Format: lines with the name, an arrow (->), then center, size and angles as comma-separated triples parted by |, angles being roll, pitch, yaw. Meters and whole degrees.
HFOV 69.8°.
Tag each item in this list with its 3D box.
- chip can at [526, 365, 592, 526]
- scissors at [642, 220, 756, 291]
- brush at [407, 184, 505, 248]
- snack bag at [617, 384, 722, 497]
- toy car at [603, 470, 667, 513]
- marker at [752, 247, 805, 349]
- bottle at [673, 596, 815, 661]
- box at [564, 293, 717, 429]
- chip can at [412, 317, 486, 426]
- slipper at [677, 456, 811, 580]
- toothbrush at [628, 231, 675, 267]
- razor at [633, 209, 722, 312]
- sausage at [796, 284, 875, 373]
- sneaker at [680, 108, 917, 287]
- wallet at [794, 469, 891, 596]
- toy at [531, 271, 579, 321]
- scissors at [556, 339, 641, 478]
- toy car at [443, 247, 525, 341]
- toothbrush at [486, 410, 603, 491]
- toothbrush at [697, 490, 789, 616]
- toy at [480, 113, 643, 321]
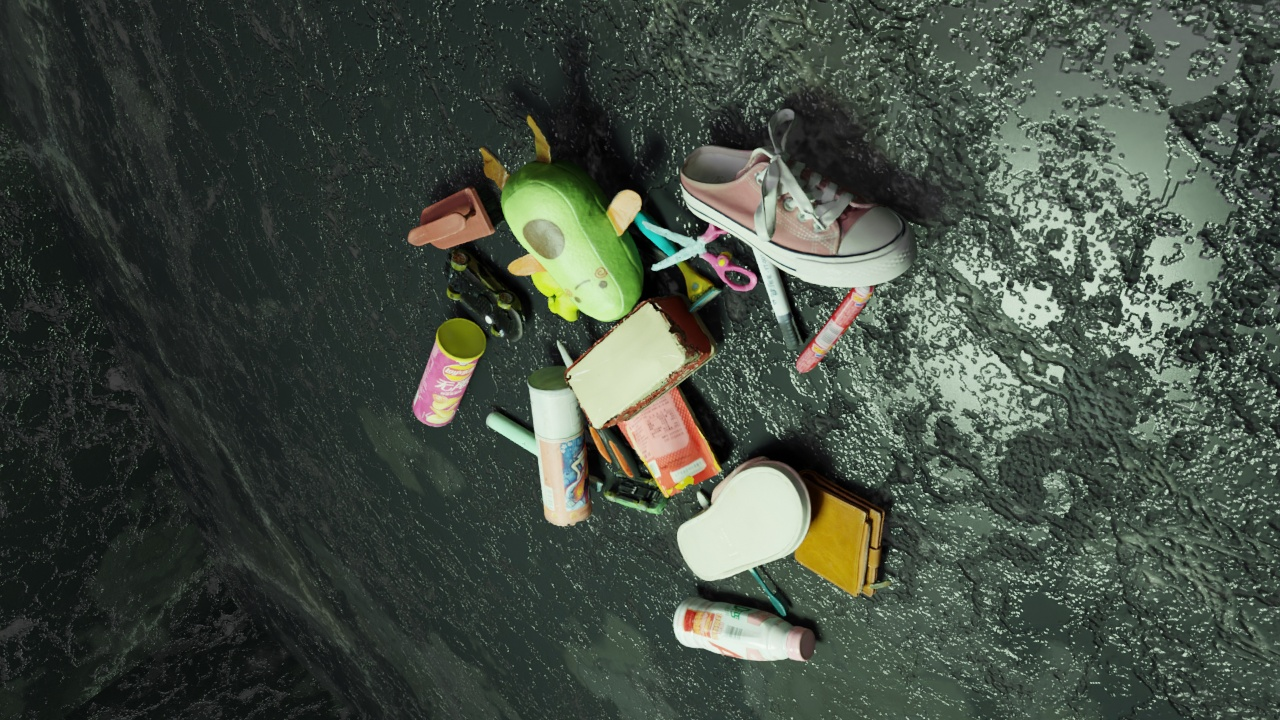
chip can -> -0.107, 0.118, 1.243 | 0.071, 0.071, 0.215 | 18, 124, 36
scissors -> 0.063, -0.120, 0.927 | 0.133, 0.017, 0.126 | 26, 132, 10
brush -> -0.244, -0.177, 1.175 | 0.146, 0.069, 0.063 | -7, 112, 48
snack bag -> 0.012, 0.061, 1.108 | 0.129, 0.073, 0.208 | -35, 84, 46
toy car -> -0.005, 0.178, 1.227 | 0.091, 0.043, 0.036 | 13, 151, 30
marker -> 0.136, -0.071, 0.909 | 0.023, 0.018, 0.131 | -12, 112, 23
bottle -> 0.137, 0.357, 1.208 | 0.197, 0.068, 0.068 | -3, 116, 42
box -> -0.006, 0.006, 1.021 | 0.169, 0.079, 0.091 | -39, 77, 36
chip can -> -0.290, 0.022, 1.379 | 0.071, 0.071, 0.211 | 46, 143, 9
slipper -> 0.126, 0.190, 1.085 | 0.114, 0.054, 0.275 | 58, 145, 14
toothbrush -> -0.033, -0.152, 1.022 | 0.181, 0.018, 0.016 | 35, 139, 19
razor -> 0.031, -0.113, 0.974 | 0.043, 0.028, 0.132 | -39, 92, 31
sausage -> 0.188, -0.032, 0.883 | 0.020, 0.020, 0.156 | 43, 142, 12
sneaker -> 0.126, -0.143, 0.796 | 0.241, 0.118, 0.088 | 32, 158, 33
wallet -> 0.221, 0.197, 1.015 | 0.119, 0.035, 0.131 | 24, 134, 35
toy -> -0.105, -0.097, 1.125 | 0.100, 0.031, 0.097 | 47, 144, 7
scissors -> -0.049, 0.066, 1.161 | 0.137, 0.021, 0.235 | 40, 158, 31
toy car -> -0.208, -0.087, 1.230 | 0.158, 0.042, 0.070 | 42, 141, 15
toothbrush -> -0.141, 0.131, 1.346 | 0.225, 0.026, 0.027 | 27, 117, 29
toothbrush -> 0.131, 0.243, 1.163 | 0.191, 0.018, 0.016 | 55, 143, 2
toy -> -0.078, -0.141, 0.986 | 0.228, 0.089, 0.247 | -19, 114, 50
